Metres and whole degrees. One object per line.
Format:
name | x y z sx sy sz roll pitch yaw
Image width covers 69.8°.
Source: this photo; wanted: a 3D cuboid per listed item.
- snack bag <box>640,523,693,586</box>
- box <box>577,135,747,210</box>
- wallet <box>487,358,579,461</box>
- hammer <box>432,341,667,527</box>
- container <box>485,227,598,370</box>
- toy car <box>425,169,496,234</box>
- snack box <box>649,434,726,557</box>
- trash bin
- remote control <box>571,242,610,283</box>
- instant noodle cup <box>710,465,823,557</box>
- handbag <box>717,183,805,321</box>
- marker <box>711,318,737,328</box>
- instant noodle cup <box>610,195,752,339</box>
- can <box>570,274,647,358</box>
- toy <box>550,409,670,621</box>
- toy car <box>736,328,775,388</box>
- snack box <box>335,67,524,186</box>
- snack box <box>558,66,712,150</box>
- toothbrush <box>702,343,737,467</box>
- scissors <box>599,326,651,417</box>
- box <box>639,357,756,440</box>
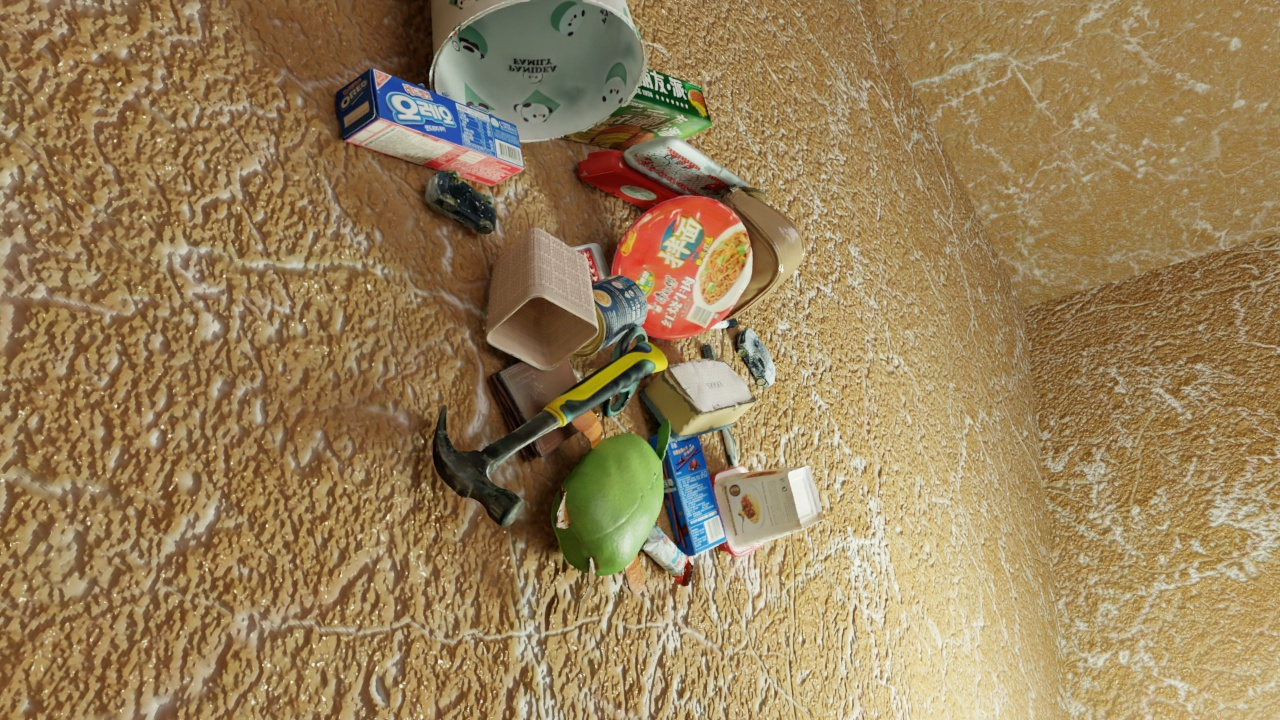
snack bag | 0.028 0.227 1.094 0.105 0.026 0.045 48 42 -30
box | 0.033 -0.240 1.214 0.200 0.158 0.038 13 77 -54
wallet | -0.103 0.041 0.986 0.124 0.032 0.101 -33 100 -58
hammer | -0.078 0.047 0.919 0.126 0.032 0.322 36 38 17
container | -0.104 -0.068 0.964 0.090 0.090 0.110 28 40 -35
toy car | -0.186 -0.162 0.957 0.090 0.034 0.042 28 49 -50
snack box | 0.061 0.166 1.175 0.084 0.026 0.157 -6 80 -58
trash bin | -0.130 -0.409 1.004 0.229 0.230 0.251 17 55 -53
remote control | -0.080 -0.109 1.103 0.135 0.020 0.056 -23 93 -58
instant noodle cup | 0.168 0.193 1.231 0.116 0.124 0.116 -4 77 -57
handbag | 0.134 -0.149 1.279 0.099 0.205 0.148 -39 91 -35
marker | 0.109 -0.058 1.369 0.130 0.018 0.022 -3 68 -58
instant noodle cup | 0.045 -0.126 1.190 0.194 0.194 0.066 50 0 -31
can | -0.047 -0.054 1.073 0.110 0.075 0.075 -31 101 -58
toy | -0.035 0.153 0.976 0.246 0.090 0.227 -43 123 -60
toy car | 0.186 -0.003 1.446 0.105 0.031 0.048 56 36 -26
snack box | -0.208 -0.233 0.935 0.207 0.058 0.057 5 71 -56
snack box | -0.010 -0.337 1.235 0.239 0.115 0.063 -9 82 -58
toothbrush | 0.117 0.067 1.318 0.016 0.018 0.191 -1 76 -57
scissors | -0.003 -0.001 1.116 0.179 0.019 0.139 -29 136 -65
box | 0.076 0.049 1.202 0.184 0.060 0.089 -6 54 -55
